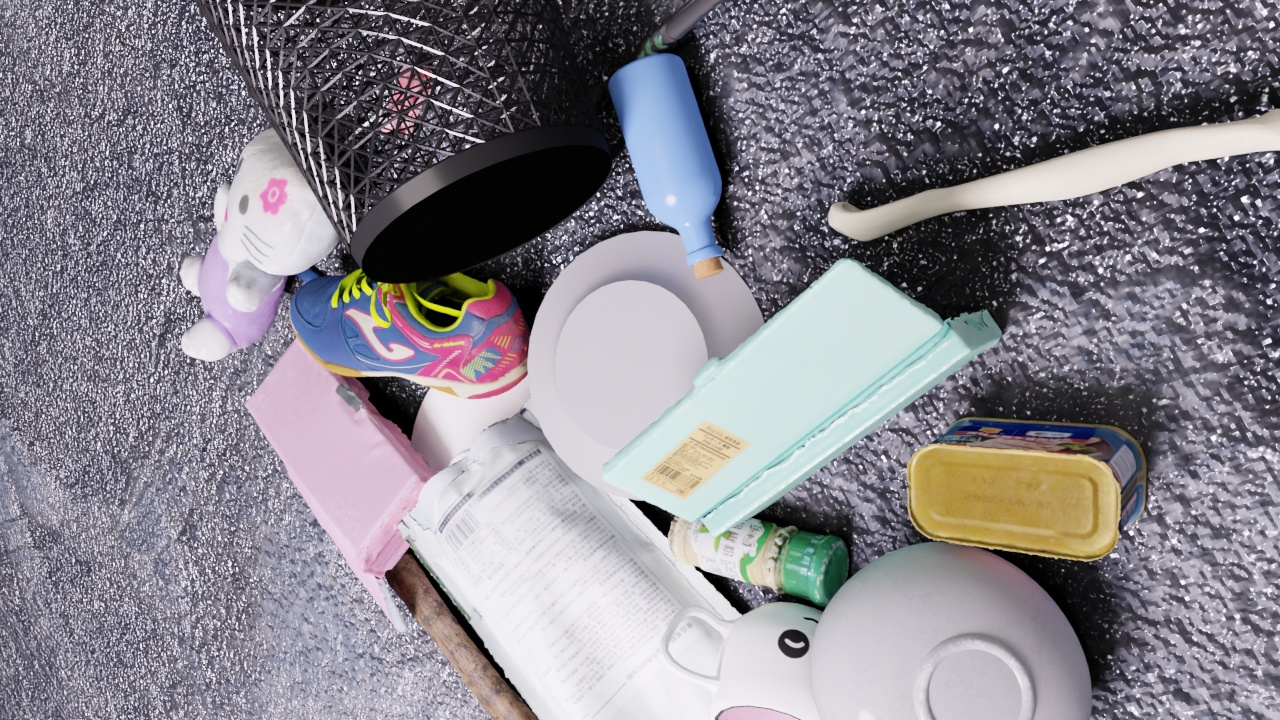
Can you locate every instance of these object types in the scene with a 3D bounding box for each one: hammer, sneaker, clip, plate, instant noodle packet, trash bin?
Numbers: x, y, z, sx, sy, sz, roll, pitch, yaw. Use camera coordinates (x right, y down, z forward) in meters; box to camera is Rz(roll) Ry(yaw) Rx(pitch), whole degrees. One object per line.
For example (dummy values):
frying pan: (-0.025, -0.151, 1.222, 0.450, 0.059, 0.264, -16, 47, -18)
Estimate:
hammer: (-0.106, 0.287, 0.731, 0.330, 0.033, 0.120, 44, 122, 23)
sneaker: (-0.182, -0.047, 0.690, 0.242, 0.116, 0.091, 13, 134, 31)
clip: (-0.181, -0.196, 0.693, 0.023, 0.041, 0.060, 43, 125, 19)
plate: (-0.003, 0.004, 0.582, 0.173, 0.019, 0.173, 0, 90, 26)
instant noodle packet: (-0.034, 0.163, 0.609, 0.147, 0.057, 0.269, -43, 75, -2)
trash bin: (-0.142, -0.192, 0.558, 0.218, 0.216, 0.243, -31, 82, 36)
plate: (-0.111, 0.110, 0.701, 0.230, 0.030, 0.229, 8, 103, 36)

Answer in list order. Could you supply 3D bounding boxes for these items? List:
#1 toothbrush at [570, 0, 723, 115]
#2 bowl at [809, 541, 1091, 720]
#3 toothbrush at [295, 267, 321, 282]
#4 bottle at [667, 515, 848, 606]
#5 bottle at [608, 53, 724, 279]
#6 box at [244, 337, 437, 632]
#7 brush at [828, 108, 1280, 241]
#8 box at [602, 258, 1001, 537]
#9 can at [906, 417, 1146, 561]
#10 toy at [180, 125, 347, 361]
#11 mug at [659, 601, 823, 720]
toothbrush: (0.015, -0.191, 0.541, 0.189, 0.017, 0.014, -24, 101, 48)
bowl: (0.154, 0.158, 0.449, 0.132, 0.064, 0.131, 0, 82, 2)
toothbrush: (-0.280, -0.064, 0.804, 0.190, 0.017, 0.016, 32, 115, 28)
bottle: (0.070, 0.117, 0.561, 0.110, 0.042, 0.043, 8, 103, 37)
bottle: (0.022, -0.113, 0.549, 0.048, 0.048, 0.131, -20, 86, 37)
box: (-0.259, 0.101, 0.769, 0.233, 0.075, 0.173, 38, 119, 36)
brush: (0.209, -0.083, 0.417, 0.273, 0.062, 0.077, -1, 81, 41)
box: (0.084, 0.029, 0.479, 0.187, 0.137, 0.056, -45, 54, 34)
can: (0.188, 0.061, 0.450, 0.100, 0.058, 0.054, 1, 99, 36)
toy: (-0.314, -0.095, 0.765, 0.210, 0.085, 0.137, -44, 48, 28)
mug: (0.071, 0.178, 0.532, 0.124, 0.076, 0.090, 24, 137, 3)
